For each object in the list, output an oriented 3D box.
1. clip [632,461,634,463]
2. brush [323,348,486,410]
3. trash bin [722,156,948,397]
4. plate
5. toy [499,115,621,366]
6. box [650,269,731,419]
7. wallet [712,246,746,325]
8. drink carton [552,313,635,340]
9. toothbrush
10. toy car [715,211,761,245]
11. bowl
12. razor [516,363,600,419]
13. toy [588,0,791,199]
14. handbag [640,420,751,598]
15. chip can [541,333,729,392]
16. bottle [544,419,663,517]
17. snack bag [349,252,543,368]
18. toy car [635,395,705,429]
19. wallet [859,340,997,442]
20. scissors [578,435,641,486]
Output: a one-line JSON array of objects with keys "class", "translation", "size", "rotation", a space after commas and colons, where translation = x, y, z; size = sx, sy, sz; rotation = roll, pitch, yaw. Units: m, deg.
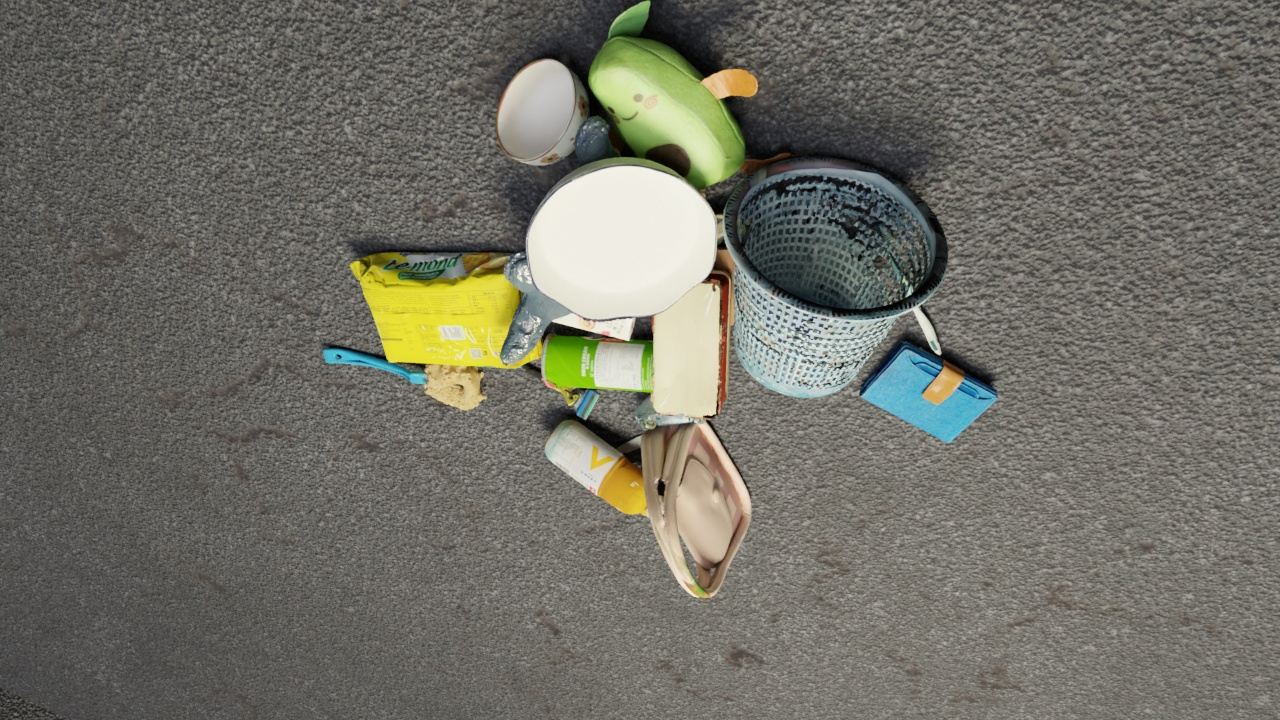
[{"class": "clip", "translation": [-0.008, 0.172, 1.345], "size": [0.041, 0.014, 0.056], "rotation": [21, 130, 1]}, {"class": "brush", "translation": [-0.339, 0.015, 1.316], "size": [0.255, 0.045, 0.083], "rotation": [12, 132, 13]}, {"class": "trash bin", "translation": [0.187, -0.072, 0.990], "size": [0.226, 0.225, 0.195], "rotation": [15, 143, 5]}, {"class": "plate", "translation": [-0.021, -0.129, 0.970], "size": [0.205, 0.045, 0.205], "rotation": [-5, 138, -5]}, {"class": "toy", "translation": [-0.074, -0.127, 1.051], "size": [0.091, 0.137, 0.357], "rotation": [53, 134, 26]}, {"class": "box", "translation": [0.056, -0.019, 1.077], "size": [0.091, 0.079, 0.168], "rotation": [5, 107, 14]}, {"class": "wallet", "translation": [0.087, -0.088, 1.111], "size": [0.101, 0.020, 0.115], "rotation": [1, 130, 16]}, {"class": "drink carton", "translation": [-0.065, -0.070, 1.159], "size": [0.122, 0.045, 0.054], "rotation": [14, 122, 5]}, {"class": "toothbrush", "translation": [0.312, -0.081, 1.057], "size": [0.018, 0.016, 0.191], "rotation": [-25, 116, 19]}, {"class": "toy car", "translation": [0.096, -0.153, 1.050], "size": [0.091, 0.042, 0.035], "rotation": [-16, 99, 33]}, {"class": "bowl", "translation": [-0.097, -0.264, 1.000], "size": [0.114, 0.113, 0.062], "rotation": [-26, 159, 31]}, {"class": "razor", "translation": [-0.126, 0.029, 1.268], "size": [0.143, 0.022, 0.043], "rotation": [29, 95, 0]}, {"class": "toy", "translation": [0.036, -0.245, 0.960], "size": [0.228, 0.089, 0.246], "rotation": [-19, 133, 39]}, {"class": "handbag", "translation": [0.068, 0.207, 1.207], "size": [0.093, 0.233, 0.193], "rotation": [-19, 119, 22]}, {"class": "chip can", "translation": [-0.007, 0.007, 1.183], "size": [0.236, 0.072, 0.072], "rotation": [3, 127, 14]}, {"class": "bottle", "translation": [-0.046, 0.158, 1.282], "size": [0.189, 0.067, 0.068], "rotation": [35, 130, 13]}, {"class": "snack bag", "translation": [-0.249, -0.061, 1.208], "size": [0.247, 0.068, 0.158], "rotation": [2, 127, 14]}, {"class": "toy car", "translation": [0.049, 0.059, 1.217], "size": [0.121, 0.054, 0.037], "rotation": [-11, 125, 25]}, {"class": "wallet", "translation": [0.352, 0.040, 1.124], "size": [0.133, 0.040, 0.107], "rotation": [27, 133, -5]}, {"class": "scissors", "translation": [-0.043, 0.129, 1.324], "size": [0.145, 0.014, 0.173], "rotation": [21, 129, -1]}]
